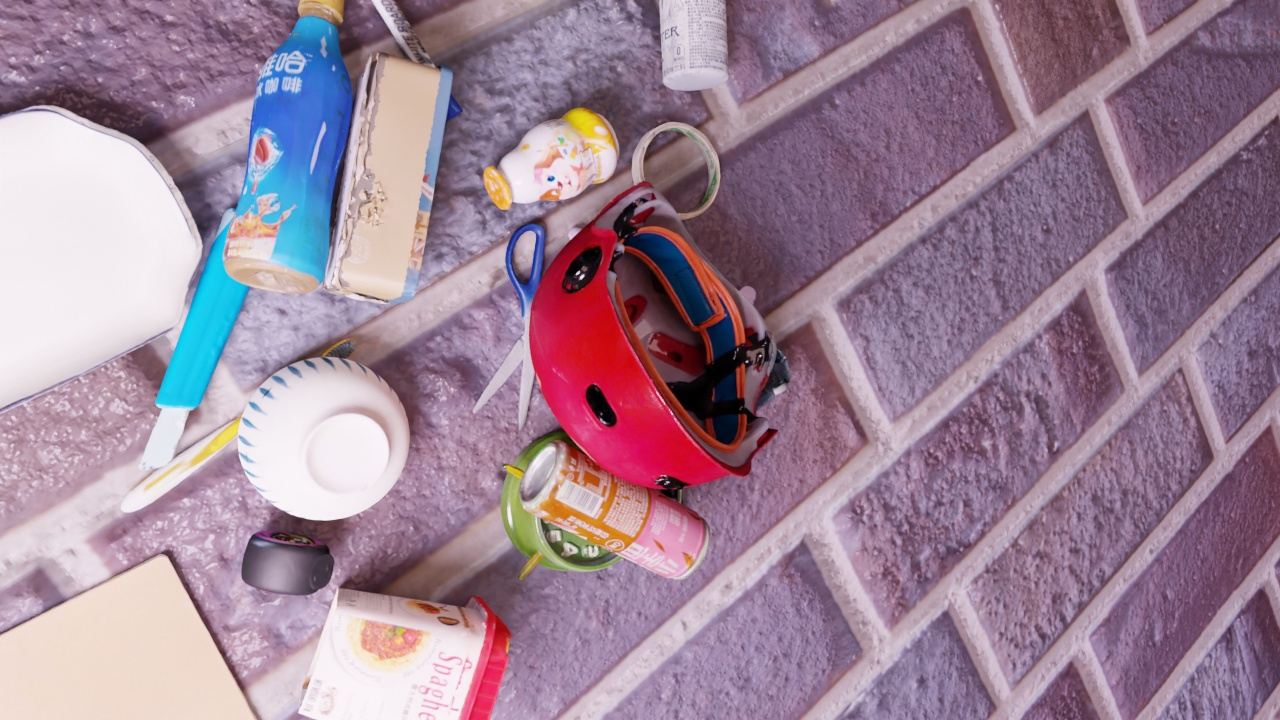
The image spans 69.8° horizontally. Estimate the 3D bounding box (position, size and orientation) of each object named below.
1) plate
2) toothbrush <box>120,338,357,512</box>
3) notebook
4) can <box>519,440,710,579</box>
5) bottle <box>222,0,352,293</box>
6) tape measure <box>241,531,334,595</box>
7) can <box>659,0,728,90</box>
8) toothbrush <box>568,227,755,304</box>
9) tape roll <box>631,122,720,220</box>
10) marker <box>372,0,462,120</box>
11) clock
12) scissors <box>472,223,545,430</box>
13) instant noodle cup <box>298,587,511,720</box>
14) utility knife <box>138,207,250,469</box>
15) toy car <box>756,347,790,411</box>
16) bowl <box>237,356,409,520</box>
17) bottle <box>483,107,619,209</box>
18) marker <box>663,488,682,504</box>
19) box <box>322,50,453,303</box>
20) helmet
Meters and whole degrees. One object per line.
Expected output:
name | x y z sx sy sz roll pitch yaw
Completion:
plate | -0.413 -0.049 0.562 0.265 0.034 0.162 -33 105 -24
toothbrush | -0.278 0.043 0.646 0.191 0.018 0.016 -41 107 -23
notebook | -0.380 0.241 0.597 0.207 0.008 0.148 -28 104 -26
can | -0.019 0.116 0.701 0.147 0.058 0.057 31 76 -26
bottle | -0.236 -0.157 0.636 0.065 0.065 0.218 13 74 -28
tape measure | -0.248 0.144 0.641 0.057 0.057 0.039 17 83 -36
can | 0.045 -0.314 0.799 0.058 0.058 0.146 -4 92 -29
toothbrush | 0.021 -0.081 0.809 0.189 0.021 0.029 19 113 -26
tape roll | 0.032 -0.168 0.818 0.085 0.014 0.086 0 90 -28
marker | -0.182 -0.251 0.699 0.016 0.017 0.146 -38 107 -23
clock | -0.036 0.115 0.758 0.161 0.056 0.116 -9 96 -28
scissors | -0.080 -0.031 0.758 0.160 0.012 0.163 -17 100 -27
instant noodle cup | -0.170 0.222 0.659 0.124 0.117 0.116 20 81 -16
utility knife | -0.302 -0.013 0.631 0.034 0.018 0.187 23 77 -29
toy car | 0.093 0.026 0.842 0.105 0.031 0.049 -36 107 -22
bowl | -0.214 0.059 0.642 0.116 0.066 0.116 -7 104 -33
bottle | -0.072 -0.158 0.733 0.108 0.063 0.063 -31 105 -25
marker | 0.028 0.119 0.818 0.018 0.015 0.124 -8 97 -28
box | -0.181 -0.134 0.658 0.061 0.090 0.184 12 88 -24
helmet | -0.004 0.004 0.688 0.207 0.144 0.239 47 30 -25
